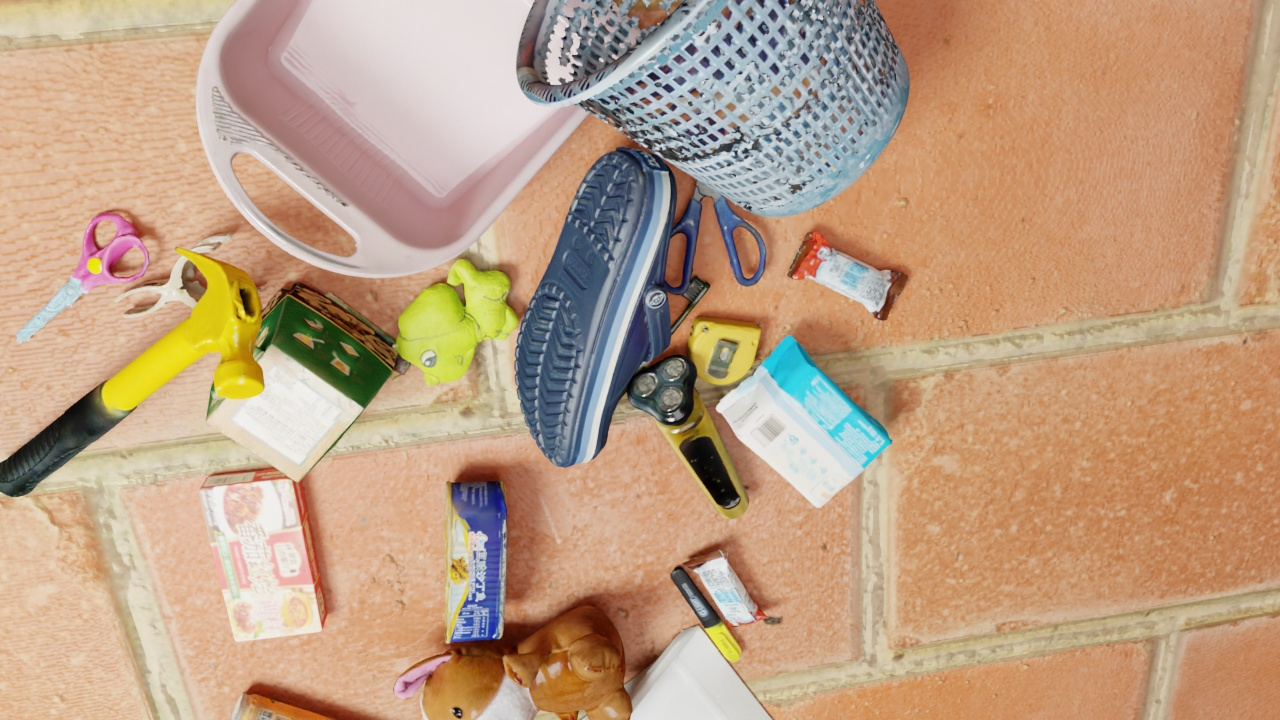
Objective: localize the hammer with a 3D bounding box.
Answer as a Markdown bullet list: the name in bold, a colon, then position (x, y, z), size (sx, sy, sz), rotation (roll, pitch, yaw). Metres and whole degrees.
- **hammer**: position (-0.374, 0.025, 0.659), size (0.301, 0.128, 0.032), rotation (-30, 151, 24)

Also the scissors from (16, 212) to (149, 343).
- **scissors**: position (-0.420, -0.055, 0.682), size (0.133, 0.017, 0.054), rotation (-38, 98, 10)

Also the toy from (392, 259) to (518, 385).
- **toy**: position (-0.148, -0.031, 0.726), size (0.100, 0.031, 0.097), rotation (-12, 109, -8)

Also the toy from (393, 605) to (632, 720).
- **toy**: position (-0.109, 0.297, 0.819), size (0.199, 0.130, 0.140), rotation (-8, 126, 3)

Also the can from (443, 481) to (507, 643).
- **can**: position (-0.142, 0.172, 0.783), size (0.049, 0.074, 0.148), rotation (0, 110, -13)

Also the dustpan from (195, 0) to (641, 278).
- **dustpan**: position (-0.144, -0.192, 0.605), size (0.222, 0.138, 0.274), rotation (38, 102, -20)

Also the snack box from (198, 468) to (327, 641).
- **snack box**: position (-0.317, 0.165, 0.778), size (0.075, 0.025, 0.153), rotation (-5, 112, -7)

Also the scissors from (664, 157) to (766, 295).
- **scissors**: position (0.059, -0.129, 0.726), size (0.155, 0.012, 0.166), rotation (28, 98, -18)

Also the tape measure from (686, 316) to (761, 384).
- **tape measure**: position (0.069, -0.008, 0.771), size (0.060, 0.029, 0.057), rotation (7, 110, -11)

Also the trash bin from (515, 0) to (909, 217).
- **trash bin**: position (0.064, -0.205, 0.603), size (0.195, 0.226, 0.227), rotation (34, 103, -36)

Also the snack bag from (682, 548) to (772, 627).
- **snack bag**: position (0.083, 0.216, 0.861), size (0.048, 0.026, 0.104), rotation (-24, 114, 26)

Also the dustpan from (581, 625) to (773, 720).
- **dustpan**: position (0.015, 0.431, 0.875), size (0.258, 0.142, 0.223), rotation (-33, 113, 6)

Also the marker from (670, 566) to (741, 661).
- **marker**: position (0.063, 0.243, 0.875), size (0.018, 0.015, 0.124), rotation (-30, 112, 8)

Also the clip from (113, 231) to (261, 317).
- **clip**: position (-0.332, -0.048, 0.688), size (0.102, 0.035, 0.094), rotation (-41, 110, 12)

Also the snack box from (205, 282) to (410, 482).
- **snack box**: position (-0.255, 0.023, 0.689), size (0.117, 0.105, 0.118), rotation (39, 101, -21)

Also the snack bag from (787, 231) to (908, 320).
- **snack bag**: position (0.174, -0.070, 0.764), size (0.105, 0.026, 0.045), rotation (22, 97, -17)

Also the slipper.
- **slipper**: position (-0.025, -0.039, 0.712), size (0.095, 0.105, 0.253), rotation (2, 116, -34)

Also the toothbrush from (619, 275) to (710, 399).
- **toothbrush**: position (-0.005, 0.005, 0.773), size (0.017, 0.012, 0.186), rotation (36, 102, -14)

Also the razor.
- **razor**: position (0.049, 0.072, 0.784), size (0.062, 0.067, 0.167), rotation (-29, 119, 3)

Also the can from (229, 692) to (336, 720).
- **can**: position (-0.303, 0.352, 0.836), size (0.146, 0.058, 0.058), rotation (26, 105, -18)

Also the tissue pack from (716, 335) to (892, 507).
- **tissue pack**: position (0.142, 0.053, 0.787), size (0.140, 0.063, 0.090), rotation (41, 101, -20)
